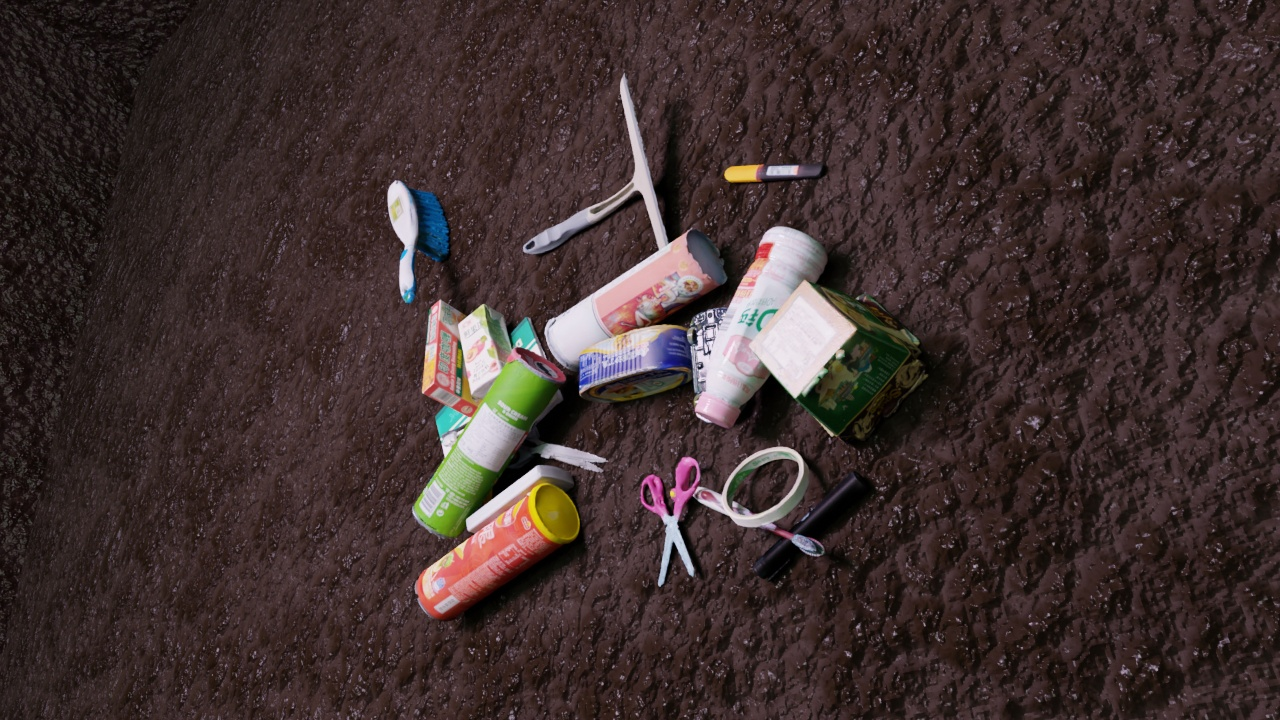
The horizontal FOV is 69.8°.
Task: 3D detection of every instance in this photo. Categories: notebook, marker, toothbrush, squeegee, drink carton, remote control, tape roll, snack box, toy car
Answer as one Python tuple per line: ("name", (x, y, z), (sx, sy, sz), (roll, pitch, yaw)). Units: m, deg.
("notebook", (-0.191, 0.062, 1.191), (0.209, 0.012, 0.150), (-44, 46, 21))
("marker", (0.151, 0.149, 0.817), (0.132, 0.020, 0.022), (-48, 63, 18))
("toothbrush", (0.101, 0.146, 0.849), (0.188, 0.017, 0.016), (17, 79, 55))
("squeegee", (-0.061, -0.186, 1.159), (0.247, 0.039, 0.246), (-25, 73, 41))
("toothbrush", (-0.196, 0.070, 1.171), (0.182, 0.015, 0.018), (-31, 58, 32))
("marker", (0.143, -0.201, 0.986), (0.124, 0.015, 0.018), (7, 79, 43))
("drink carton", (-0.196, -0.009, 1.184), (0.054, 0.045, 0.122), (-37, 49, 21))
("remote control", (-0.140, 0.164, 1.063), (0.135, 0.056, 0.019), (-38, 51, 26))
("tape roll", (0.115, 0.116, 0.845), (0.086, 0.014, 0.085), (-29, 28, 18))
("snack box", (0.166, -0.006, 0.809), (0.118, 0.105, 0.117), (-50, 45, 14))
("snack box", (-0.243, -0.004, 1.202), (0.027, 0.077, 0.155), (-37, 39, 27))
("toy car", (0.081, 0.005, 0.938), (0.054, 0.036, 0.120), (-11, 74, 33))

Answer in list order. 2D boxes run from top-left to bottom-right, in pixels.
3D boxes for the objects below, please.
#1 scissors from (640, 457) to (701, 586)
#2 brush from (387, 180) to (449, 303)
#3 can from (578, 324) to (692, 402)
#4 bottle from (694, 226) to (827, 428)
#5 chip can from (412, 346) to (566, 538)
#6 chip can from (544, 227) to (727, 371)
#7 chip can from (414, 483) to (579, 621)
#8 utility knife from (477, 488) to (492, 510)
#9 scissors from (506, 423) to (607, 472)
("scissors", (0.027, 0.161, 0.931), (0.124, 0.017, 0.133), (8, 86, 54))
("brush", (-0.329, -0.170, 1.356), (0.061, 0.109, 0.314), (-43, 48, 18))
("can", (-0.006, 0.006, 0.993), (0.148, 0.074, 0.049), (-17, 64, 39))
("bottle", (0.113, -0.030, 0.884), (0.068, 0.068, 0.196), (17, 78, 46))
("chip can", (-0.180, 0.098, 1.082), (0.236, 0.072, 0.072), (-56, 44, 10))
("chip can", (-0.008, -0.065, 1.028), (0.215, 0.071, 0.071), (-31, 53, 30))
("chip can", (-0.166, 0.224, 1.051), (0.217, 0.073, 0.073), (-38, 49, 26))
("utility knife", (-0.193, 0.149, 1.133), (0.033, 0.015, 0.197), (-14, 73, 42))
("scissors", (-0.111, 0.114, 1.083), (0.141, 0.014, 0.173), (-48, 56, 17))
